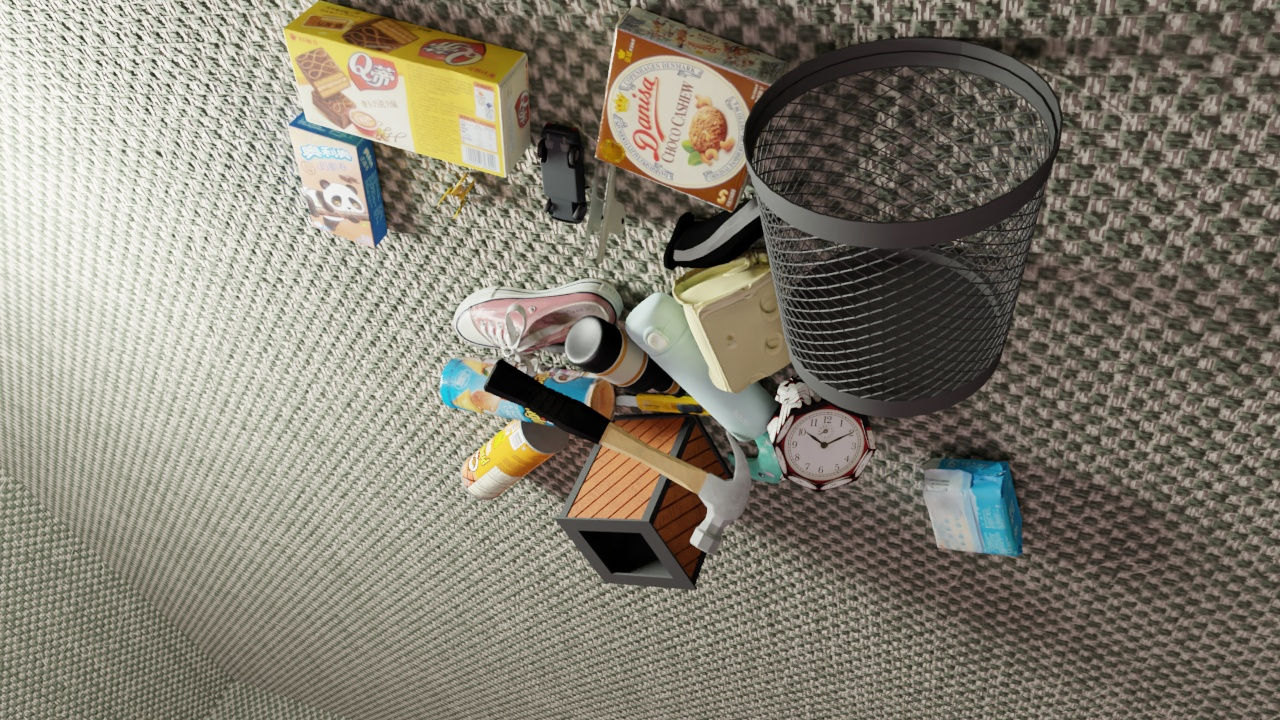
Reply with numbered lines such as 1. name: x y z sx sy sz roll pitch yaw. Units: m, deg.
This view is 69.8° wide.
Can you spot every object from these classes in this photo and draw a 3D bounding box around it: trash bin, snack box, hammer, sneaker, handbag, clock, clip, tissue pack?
1. trash bin: 0.011 0.179 1.185 0.140 0.171 0.140 -5 132 34
2. snack box: -0.225 -0.267 0.900 0.230 0.061 0.110 18 141 11
3. hammer: -0.027 0.090 1.053 0.328 0.131 0.039 27 179 5
4. snack box: 0.039 -0.221 0.819 0.147 0.041 0.143 22 142 5
5. sneaker: -0.134 -0.037 1.090 0.242 0.087 0.118 -6 131 33
6. snack box: -0.347 -0.206 1.062 0.087 0.034 0.152 19 141 10
7. handbag: 0.104 -0.045 0.942 0.111 0.081 0.119 -25 122 3
8. clock: 0.201 0.064 1.021 0.114 0.065 0.155 2 112 -1
9. trash bin: 0.204 -0.097 0.736 0.218 0.217 0.228 9 143 21
10. clip: -0.202 -0.183 1.002 0.045 0.054 0.049 5 116 0
11. clip: -0.043 -0.148 0.940 0.050 0.102 0.058 10 -178 9
12. tissue pack: 0.381 0.168 1.051 0.093 0.061 0.144 -1 132 33

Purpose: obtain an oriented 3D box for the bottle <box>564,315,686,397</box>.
1. bottle: -0.006 0.006 1.058 0.059 0.059 0.181 -10 155 37

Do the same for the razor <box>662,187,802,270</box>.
1. razor: 0.091 -0.128 0.891 0.157 0.057 0.060 -13 96 39

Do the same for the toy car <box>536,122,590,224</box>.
1. toy car: -0.077 -0.188 0.928 0.046 0.034 0.112 15 139 14

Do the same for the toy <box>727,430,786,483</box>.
1. toy: 0.154 0.122 1.154 0.085 0.033 0.105 32 144 11

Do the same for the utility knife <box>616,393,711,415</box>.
1. utility knife: 0.047 0.056 1.155 0.179 0.017 0.030 5 127 30

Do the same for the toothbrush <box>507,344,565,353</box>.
1. toothbrush: -0.103 -0.016 1.159 0.167 0.013 0.013 4 137 23

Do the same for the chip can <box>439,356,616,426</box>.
1. chip can: -0.147 0.041 1.195 0.230 0.079 0.080 8 138 24

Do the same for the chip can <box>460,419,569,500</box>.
1. chip can: -0.184 0.134 1.324 0.075 0.075 0.216 37 141 -13

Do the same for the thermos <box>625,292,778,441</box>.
1. thermos: 0.069 0.007 1.036 0.065 0.077 0.207 -35 116 25
